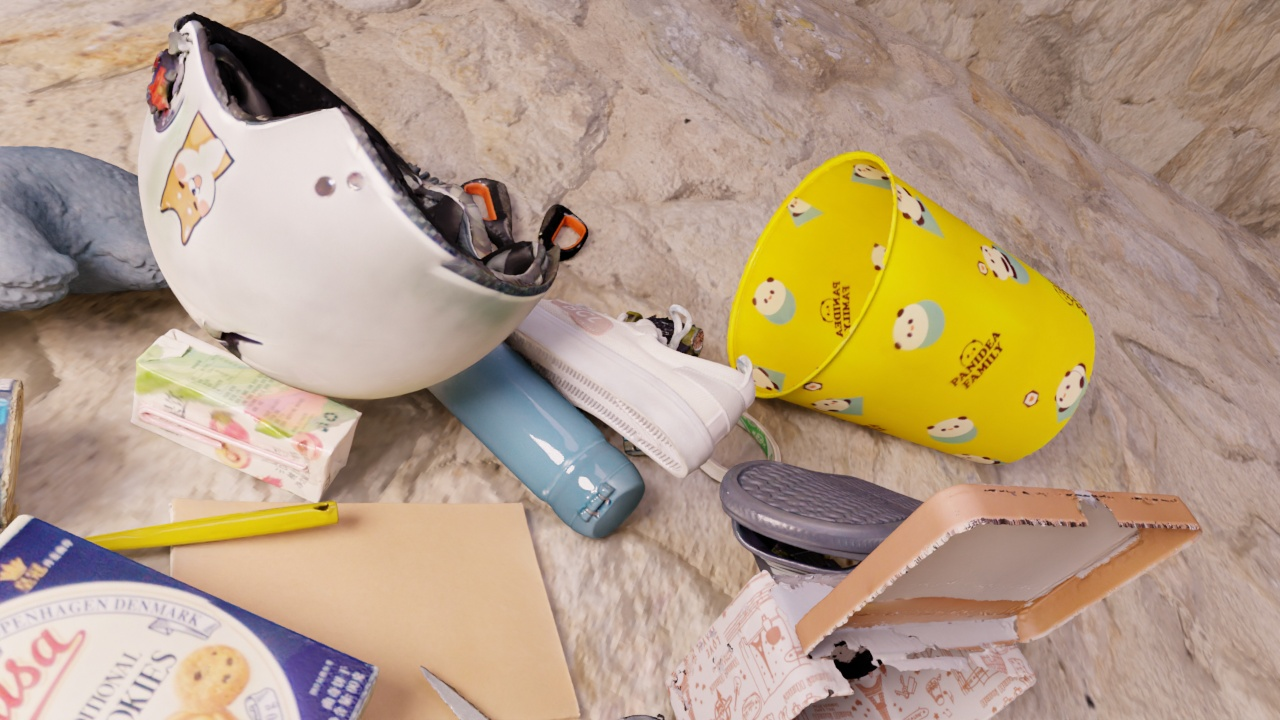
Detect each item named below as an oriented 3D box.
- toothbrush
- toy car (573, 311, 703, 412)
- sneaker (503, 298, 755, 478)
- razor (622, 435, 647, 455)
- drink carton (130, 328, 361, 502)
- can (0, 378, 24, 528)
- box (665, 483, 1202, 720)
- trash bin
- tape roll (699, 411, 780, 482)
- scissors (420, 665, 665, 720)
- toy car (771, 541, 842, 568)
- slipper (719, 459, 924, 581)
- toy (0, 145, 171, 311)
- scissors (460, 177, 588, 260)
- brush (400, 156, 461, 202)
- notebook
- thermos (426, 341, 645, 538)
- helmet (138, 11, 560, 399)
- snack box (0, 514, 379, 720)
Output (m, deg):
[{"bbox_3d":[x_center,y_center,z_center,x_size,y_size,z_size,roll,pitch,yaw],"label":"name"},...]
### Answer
[{"bbox_3d":[-0.255,0.089,0.475,0.189,0.017,0.015,-3,49,-28],"label":"toothbrush"},{"bbox_3d":[-0.004,0.004,0.745,0.070,0.042,0.157,16,34,25],"label":"toy car"},{"bbox_3d":[-0.021,-0.010,0.647,0.090,0.089,0.242,-42,46,-21],"label":"sneaker"},{"bbox_3d":[0.026,0.037,0.748,0.043,0.028,0.132,-9,26,23],"label":"razor"},{"bbox_3d":[-0.235,0.035,0.544,0.122,0.054,0.045,25,36,-6],"label":"drink carton"},{"bbox_3d":[-0.356,0.042,0.430,0.111,0.075,0.075,6,42,-30],"label":"can"},{"bbox_3d":[0.149,0.146,0.501,0.176,0.261,0.082,6,42,-29],"label":"box"},{"bbox_3d":[0.248,-0.031,0.834,0.255,0.230,0.229,22,36,-20],"label":"trash bin"},{"bbox_3d":[0.075,0.069,0.755,0.085,0.014,0.085,19,37,-15],"label":"tape roll"},{"bbox_3d":[-0.046,0.219,0.478,0.181,0.014,0.159,48,39,16],"label":"scissors"},{"bbox_3d":[0.131,0.165,0.662,0.049,0.031,0.106,-3,34,-36],"label":"toy car"},{"bbox_3d":[0.137,0.125,0.623,0.111,0.083,0.267,20,4,32],"label":"slipper"},{"bbox_3d":[-0.360,-0.069,0.539,0.138,0.092,0.355,37,23,12],"label":"toy"},{"bbox_3d":[-0.099,-0.095,0.828,0.204,0.022,0.224,-8,50,-42],"label":"scissors"},{"bbox_3d":[-0.214,-0.138,0.768,0.144,0.055,0.073,31,34,1],"label":"brush"},{"bbox_3d":[-0.147,0.141,0.513,0.211,0.012,0.149,5,43,-30],"label":"notebook"},{"bbox_3d":[-0.091,0.034,0.641,0.220,0.070,0.070,42,37,15],"label":"thermos"},{"bbox_3d":[-0.193,-0.073,0.547,0.274,0.157,0.230,37,4,28],"label":"helmet"},{"bbox_3d":[-0.229,0.176,0.373,0.182,0.046,0.177,26,40,-7],"label":"snack box"}]
